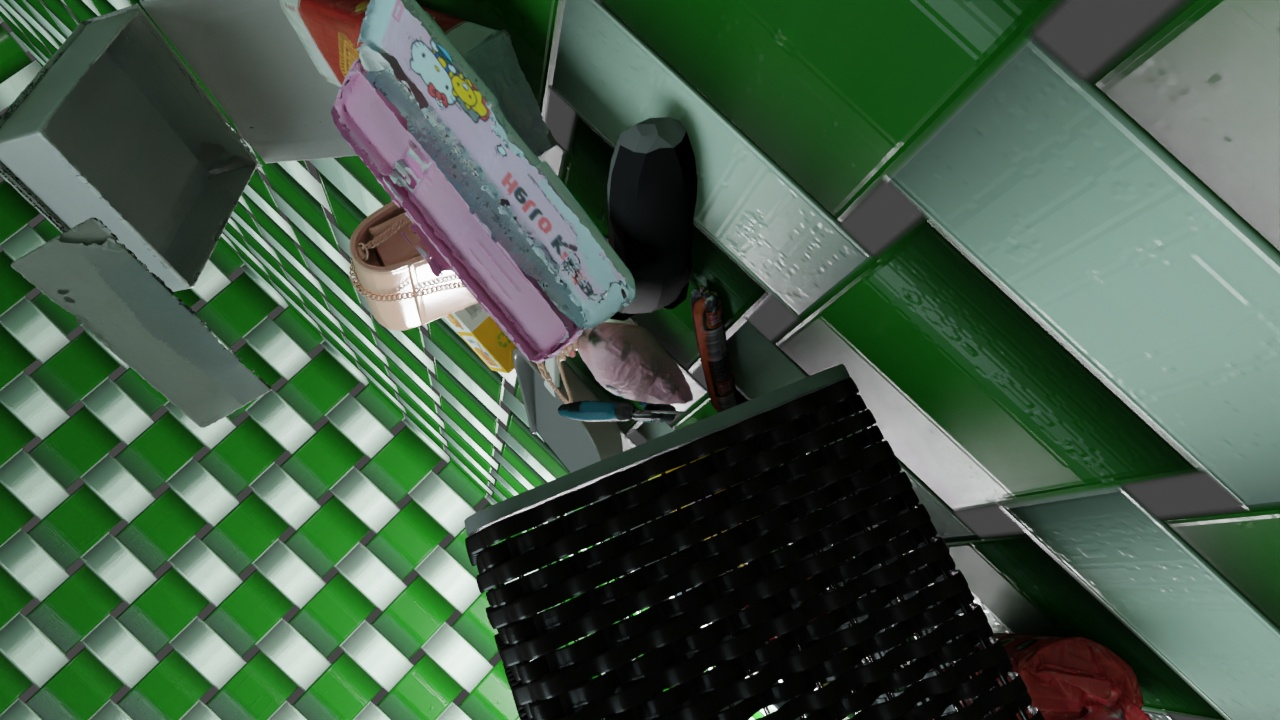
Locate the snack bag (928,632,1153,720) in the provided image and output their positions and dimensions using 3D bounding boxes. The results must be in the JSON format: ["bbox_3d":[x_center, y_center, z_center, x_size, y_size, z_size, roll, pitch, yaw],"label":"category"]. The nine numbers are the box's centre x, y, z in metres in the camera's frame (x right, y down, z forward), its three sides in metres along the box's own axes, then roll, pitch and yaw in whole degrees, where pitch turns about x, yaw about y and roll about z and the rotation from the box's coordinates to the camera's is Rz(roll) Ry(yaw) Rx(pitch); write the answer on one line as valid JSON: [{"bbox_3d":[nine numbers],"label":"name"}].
[{"bbox_3d":[0.232,0.209,0.574,0.082,0.082,0.177,42,163,5],"label":"snack bag"}]

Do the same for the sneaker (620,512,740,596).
[{"bbox_3d":[0.085,0.234,0.976,0.124,0.088,0.240,20,159,44],"label":"sneaker"}]

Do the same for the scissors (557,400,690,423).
[{"bbox_3d":[-0.015,0.040,0.729,0.118,0.019,0.148,1,177,7],"label":"scissors"}]

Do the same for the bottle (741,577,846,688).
[{"bbox_3d":[0.139,0.242,0.852,0.111,0.098,0.099,20,153,29],"label":"bottle"}]

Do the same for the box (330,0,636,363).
[{"bbox_3d":[-0.089,-0.096,0.514,0.201,0.041,0.154,51,145,-6],"label":"box"}]

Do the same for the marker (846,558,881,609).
[{"bbox_3d":[0.167,0.170,0.706,0.138,0.016,0.022,47,-176,-43],"label":"marker"}]

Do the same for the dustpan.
[{"bbox_3d":[-0.074,0.041,0.886,0.163,0.033,0.258,46,147,33],"label":"dustpan"}]

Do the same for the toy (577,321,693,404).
[{"bbox_3d":[-0.004,0.004,0.676,0.096,0.052,0.099,35,175,-14],"label":"toy"}]

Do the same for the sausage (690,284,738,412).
[{"bbox_3d":[0.048,-0.003,0.592,0.020,0.020,0.155,35,161,28],"label":"sausage"}]

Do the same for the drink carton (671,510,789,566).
[{"bbox_3d":[0.074,0.144,0.842,0.122,0.041,0.058,31,159,38],"label":"drink carton"}]

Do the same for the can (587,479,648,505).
[{"bbox_3d":[-0.032,0.137,1.019,0.067,0.067,0.121,48,163,-13],"label":"can"}]

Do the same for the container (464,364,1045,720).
[{"bbox_3d":[0.045,0.172,0.536,0.246,0.247,0.243,124,124,-73],"label":"container"}]

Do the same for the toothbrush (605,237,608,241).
[{"bbox_3d":[-0.033,-0.076,0.617,0.135,0.017,0.021,22,156,45],"label":"toothbrush"}]

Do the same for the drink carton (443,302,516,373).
[{"bbox_3d":[-0.171,-0.046,0.951,0.122,0.040,0.059,50,162,-20],"label":"drink carton"}]

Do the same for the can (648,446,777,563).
[{"bbox_3d":[0.065,0.106,0.728,0.105,0.067,0.068,35,161,26],"label":"can"}]

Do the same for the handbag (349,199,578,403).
[{"bbox_3d":[-0.140,-0.033,0.715,0.187,0.116,0.199,60,164,8],"label":"handbag"}]

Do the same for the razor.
[{"bbox_3d":[0.004,-0.071,0.486,0.156,0.057,0.060,103,152,-71],"label":"razor"}]

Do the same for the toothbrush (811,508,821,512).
[{"bbox_3d":[0.170,0.147,0.680,0.135,0.016,0.022,37,163,13],"label":"toothbrush"}]

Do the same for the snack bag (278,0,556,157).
[{"bbox_3d":[-0.147,-0.186,0.573,0.225,0.041,0.077,32,157,38],"label":"snack bag"}]

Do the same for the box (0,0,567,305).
[{"bbox_3d":[-0.280,-0.248,0.750,0.165,0.445,0.167,44,167,41],"label":"box"}]
